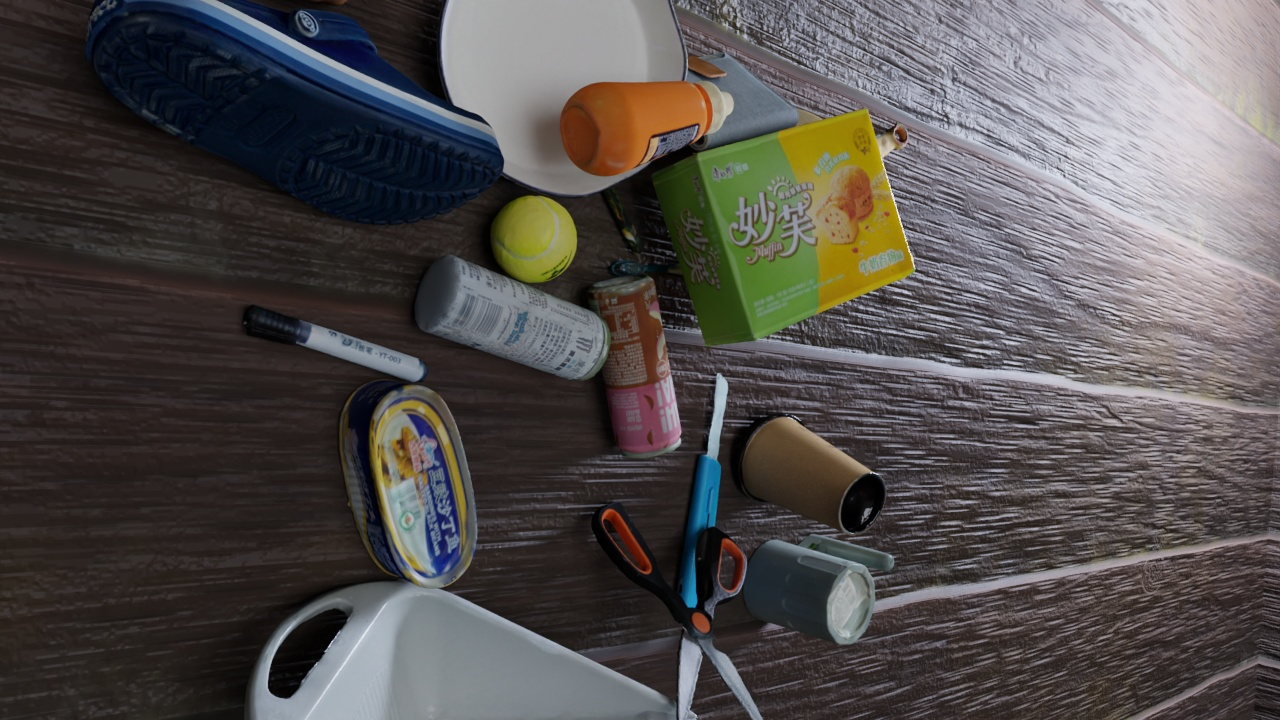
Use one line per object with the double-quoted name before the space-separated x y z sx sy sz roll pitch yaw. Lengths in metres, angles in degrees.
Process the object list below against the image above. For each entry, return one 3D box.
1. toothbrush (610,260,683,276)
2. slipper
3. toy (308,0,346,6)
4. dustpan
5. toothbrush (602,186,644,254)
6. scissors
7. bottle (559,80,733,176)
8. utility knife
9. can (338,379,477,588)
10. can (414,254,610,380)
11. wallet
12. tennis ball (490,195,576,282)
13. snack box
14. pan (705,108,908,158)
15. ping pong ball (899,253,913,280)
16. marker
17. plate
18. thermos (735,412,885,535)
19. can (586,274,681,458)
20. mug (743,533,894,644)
"toothbrush" 0.049 -0.084 0.839 0.191 0.018 0.016 -5 96 -41
"slipper" -0.203 -0.162 0.568 0.252 0.105 0.095 15 56 -46
"toy" -0.154 -0.282 0.527 0.140 0.200 0.130 13 88 -42
"dustpan" -0.106 0.239 0.584 0.222 0.258 0.143 -66 155 -65
"toothbrush" -0.038 -0.169 0.757 0.012 0.017 0.186 -38 116 -23
"scissors" 0.037 0.203 0.761 0.232 0.022 0.220 43 29 7
"bottle" 0.013 -0.182 0.689 0.149 0.067 0.067 -22 107 -35
"utility knife" 0.062 0.123 0.866 0.034 0.018 0.223 12 84 -40
"can" -0.162 0.087 0.645 0.074 0.049 0.148 -19 105 -39
"can" -0.094 -0.029 0.691 0.146 0.058 0.058 21 79 -41
"wallet" 0.064 -0.231 0.797 0.129 0.106 0.037 -25 153 -40
"tennis ball" -0.081 -0.091 0.693 0.065 0.066 0.065 -3 95 -41
"snack box" 0.129 -0.117 0.797 0.209 0.070 0.157 -22 97 -32
"pan" 0.189 -0.179 0.929 0.356 0.078 0.198 -33 103 -30
"ping pong ball" 0.285 -0.109 1.028 0.040 0.040 0.040 -3 95 -41
"marker" -0.204 -0.008 0.623 0.130 0.018 0.022 23 63 -39
"plate" -0.061 -0.228 0.694 0.204 0.046 0.205 -8 105 -30
"thermos" 0.159 0.109 0.875 0.092 0.143 0.093 -11 111 -32
"can" -0.005 0.005 0.771 0.057 0.058 0.147 -21 107 -38
"mug" 0.181 0.220 0.919 0.123 0.104 0.084 -32 112 -35
